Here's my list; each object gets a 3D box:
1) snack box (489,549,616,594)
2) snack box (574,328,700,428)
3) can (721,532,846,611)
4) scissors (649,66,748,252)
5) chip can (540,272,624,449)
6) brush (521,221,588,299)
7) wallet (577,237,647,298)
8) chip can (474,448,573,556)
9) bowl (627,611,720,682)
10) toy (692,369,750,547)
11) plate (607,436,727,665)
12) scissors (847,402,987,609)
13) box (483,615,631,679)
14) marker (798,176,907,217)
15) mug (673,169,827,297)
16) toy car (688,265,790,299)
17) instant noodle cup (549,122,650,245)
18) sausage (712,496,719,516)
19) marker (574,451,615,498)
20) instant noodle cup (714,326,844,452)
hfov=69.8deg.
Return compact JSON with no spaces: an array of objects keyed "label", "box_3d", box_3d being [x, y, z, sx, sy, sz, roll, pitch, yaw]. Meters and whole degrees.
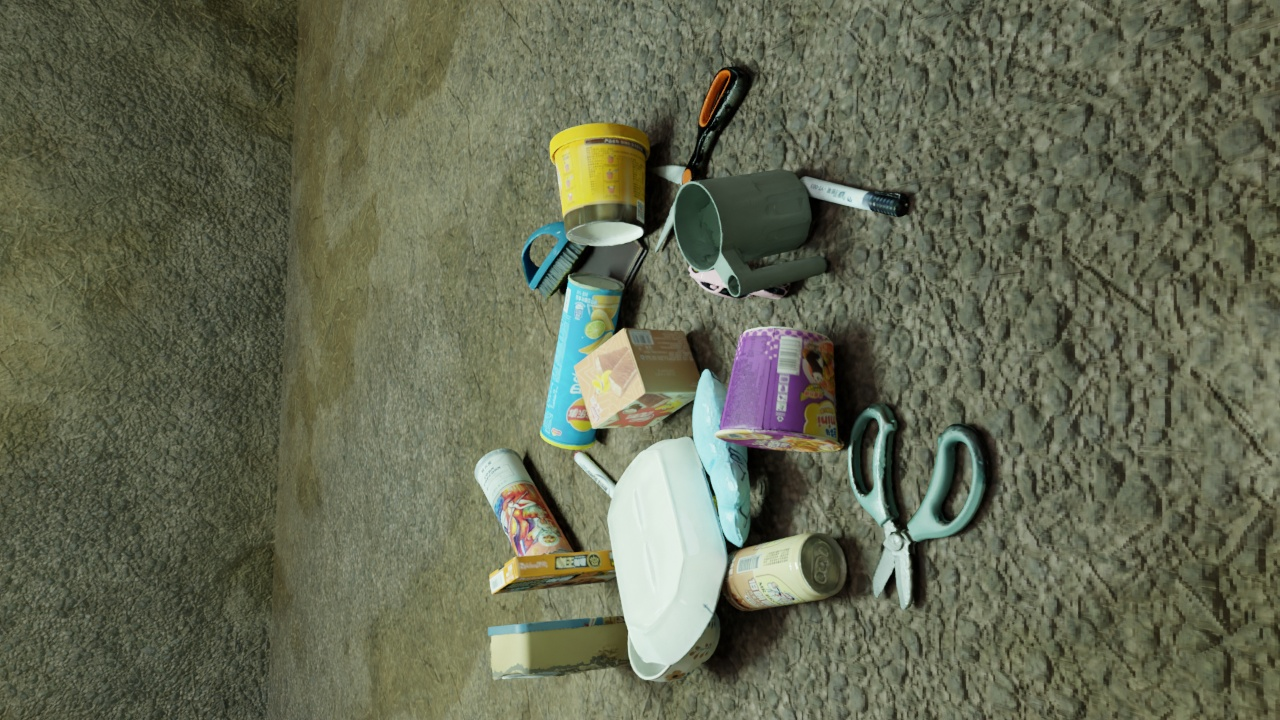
[{"label":"snack box","box_3d":[-0.093,0.247,1.078,0.075,0.153,0.026,-40,55,48]},{"label":"snack box","box_3d":[-0.002,0.021,1.001,0.095,0.092,0.077,-36,64,40]},{"label":"can","box_3d":[0.127,0.193,0.835,0.117,0.058,0.058,-30,62,51]},{"label":"scissors","box_3d":[0.070,-0.204,0.997,0.220,0.021,0.234,58,134,48]},{"label":"chip can","box_3d":[-0.072,0.002,1.134,0.071,0.071,0.210,36,120,52]},{"label":"brush","box_3d":[-0.119,-0.139,1.215,0.055,0.073,0.144,-58,7,-34]},{"label":"wallet","box_3d":[-0.039,-0.120,1.154,0.096,0.020,0.123,56,131,36]},{"label":"chip can","box_3d":[-0.159,0.213,1.259,0.214,0.071,0.071,50,127,45]},{"label":"bowl","box_3d":[0.042,0.275,0.942,0.114,0.062,0.113,-48,30,40]},{"label":"toy","box_3d":[0.081,0.092,0.903,0.156,0.050,0.161,-105,5,-65]},{"label":"plate","box_3d":[0.016,0.187,0.955,0.162,0.034,0.265,-55,26,26]},{"label":"scissors","box_3d":[0.224,0.115,0.733,0.172,0.019,0.176,-21,68,54]},{"label":"box","box_3d":[-0.087,0.323,1.038,0.090,0.184,0.062,-24,64,48]},{"label":"marker","box_3d":[0.185,-0.148,0.816,0.131,0.018,0.023,32,105,53]},{"label":"mug","box_3d":[0.103,-0.117,0.848,0.124,0.103,0.084,61,151,26]},{"label":"toy car","box_3d":[0.095,-0.079,0.912,0.122,0.056,0.037,25,104,55]},{"label":"instant noodle cup","box_3d":[-0.044,-0.203,1.079,0.119,0.118,0.114,-18,73,55]},{"label":"sausage","box_3d":[0.042,0.170,1.001,0.166,0.021,0.021,-29,63,52]},{"label":"marker","box_3d":[-0.046,0.150,1.140,0.145,0.017,0.017,37,117,52]},{"label":"instant noodle cup","box_3d":[0.126,0.026,0.818,0.112,0.111,0.099,-13,67,56]}]
